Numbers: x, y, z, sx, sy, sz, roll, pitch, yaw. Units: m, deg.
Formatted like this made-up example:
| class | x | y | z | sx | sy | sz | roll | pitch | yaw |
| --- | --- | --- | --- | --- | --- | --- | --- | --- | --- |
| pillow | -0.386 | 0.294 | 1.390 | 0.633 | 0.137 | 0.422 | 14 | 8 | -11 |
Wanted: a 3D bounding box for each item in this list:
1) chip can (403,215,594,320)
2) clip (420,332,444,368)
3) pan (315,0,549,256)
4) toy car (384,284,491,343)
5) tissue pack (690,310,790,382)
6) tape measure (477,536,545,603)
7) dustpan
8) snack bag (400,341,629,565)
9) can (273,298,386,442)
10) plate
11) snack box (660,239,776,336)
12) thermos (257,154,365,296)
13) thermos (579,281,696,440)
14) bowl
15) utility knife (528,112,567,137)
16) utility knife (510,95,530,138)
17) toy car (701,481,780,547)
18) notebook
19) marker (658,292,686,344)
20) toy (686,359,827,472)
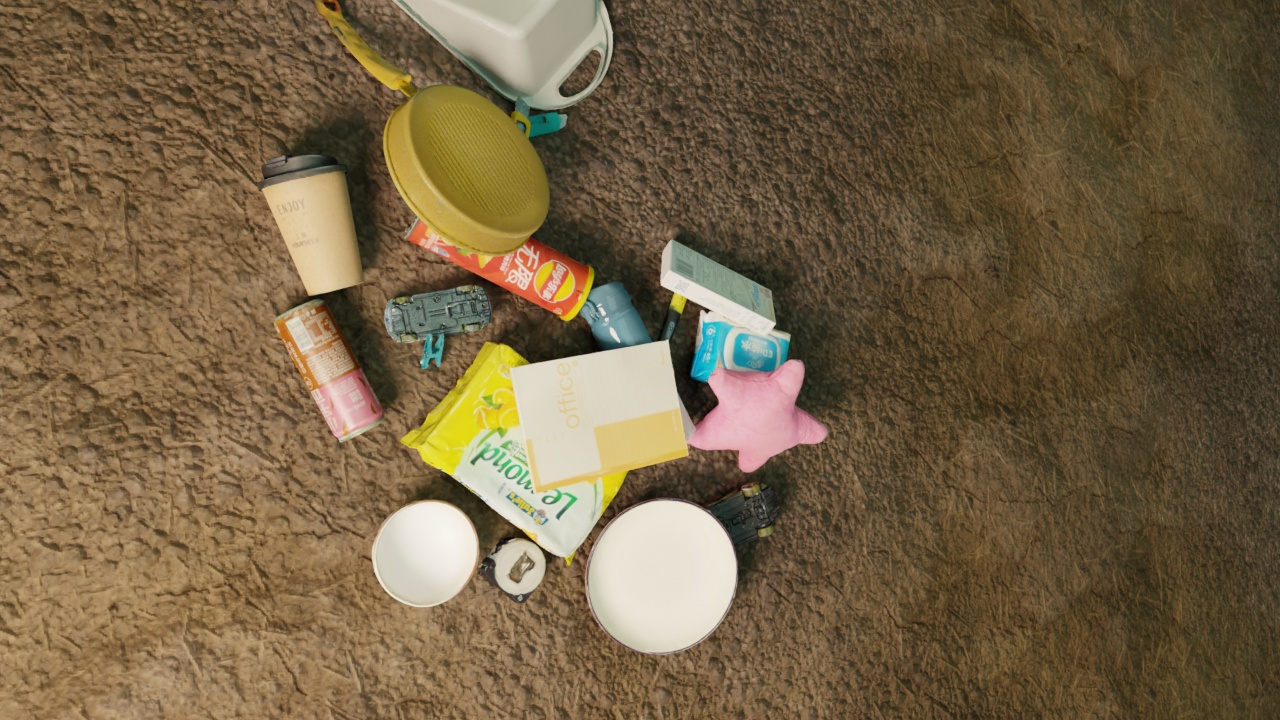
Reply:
| class | x | y | z | sx | sy | sz | roll | pitch | yaw |
| --- | --- | --- | --- | --- | --- | --- | --- | --- | --- |
| chip can | -0.161 | -0.124 | 1.063 | 0.216 | 0.073 | 0.073 | 27 | 74 | -22 |
| clip | -0.234 | -0.011 | 1.031 | 0.046 | 0.057 | 0.014 | -5 | 50 | -27 |
| pan | -0.238 | -0.269 | 1.008 | 0.357 | 0.078 | 0.197 | 58 | 36 | -3 |
| toy car | -0.230 | -0.053 | 1.044 | 0.120 | 0.037 | 0.054 | -11 | 91 | -17 |
| tissue pack | 0.131 | -0.008 | 1.206 | 0.140 | 0.063 | 0.090 | 14 | 79 | -25 |
| tape measure | -0.145 | 0.238 | 1.063 | 0.066 | 0.034 | 0.065 | 43 | 69 | -19 |
| dustpan | -0.160 | -0.438 | 1.126 | 0.258 | 0.143 | 0.222 | 32 | 69 | 10 |
| snack bag | -0.131 | 0.105 | 1.061 | 0.246 | 0.068 | 0.157 | 41 | 68 | -17 |
| can | -0.329 | 0.010 | 0.975 | 0.057 | 0.058 | 0.147 | -30 | 99 | -26 |
| plate | 0.024 | 0.262 | 1.128 | 0.192 | 0.039 | 0.192 | 0 | 91 | -14 |
| snack box | 0.100 | -0.094 | 1.180 | 0.156 | 0.027 | 0.084 | 26 | 33 | -14 |
| thermos | -0.342 | -0.144 | 0.969 | 0.092 | 0.093 | 0.143 | -18 | 101 | -27 |
| thermos | -0.007 | 0.007 | 1.136 | 0.070 | 0.070 | 0.220 | -31 | 100 | -26 |
| bowl | -0.238 | 0.207 | 1.002 | 0.113 | 0.062 | 0.113 | 3 | 84 | -25 |
| utility knife | -0.158 | -0.280 | 1.110 | 0.160 | 0.013 | 0.029 | -19 | 100 | -27 |
| utility knife | -0.155 | -0.232 | 1.098 | 0.033 | 0.015 | 0.173 | 12 | 86 | -34 |
| toy car | 0.109 | 0.209 | 1.188 | 0.158 | 0.042 | 0.070 | -20 | 96 | -16 |
| notebook | -0.044 | 0.061 | 1.067 | 0.205 | 0.010 | 0.146 | -10 | 89 | -29 |
| marker | 0.041 | -0.052 | 1.192 | 0.018 | 0.015 | 0.124 | 24 | 77 | -20 |
| toy | 0.137 | 0.070 | 1.167 | 0.179 | 0.074 | 0.195 | -22 | 131 | 10 |
